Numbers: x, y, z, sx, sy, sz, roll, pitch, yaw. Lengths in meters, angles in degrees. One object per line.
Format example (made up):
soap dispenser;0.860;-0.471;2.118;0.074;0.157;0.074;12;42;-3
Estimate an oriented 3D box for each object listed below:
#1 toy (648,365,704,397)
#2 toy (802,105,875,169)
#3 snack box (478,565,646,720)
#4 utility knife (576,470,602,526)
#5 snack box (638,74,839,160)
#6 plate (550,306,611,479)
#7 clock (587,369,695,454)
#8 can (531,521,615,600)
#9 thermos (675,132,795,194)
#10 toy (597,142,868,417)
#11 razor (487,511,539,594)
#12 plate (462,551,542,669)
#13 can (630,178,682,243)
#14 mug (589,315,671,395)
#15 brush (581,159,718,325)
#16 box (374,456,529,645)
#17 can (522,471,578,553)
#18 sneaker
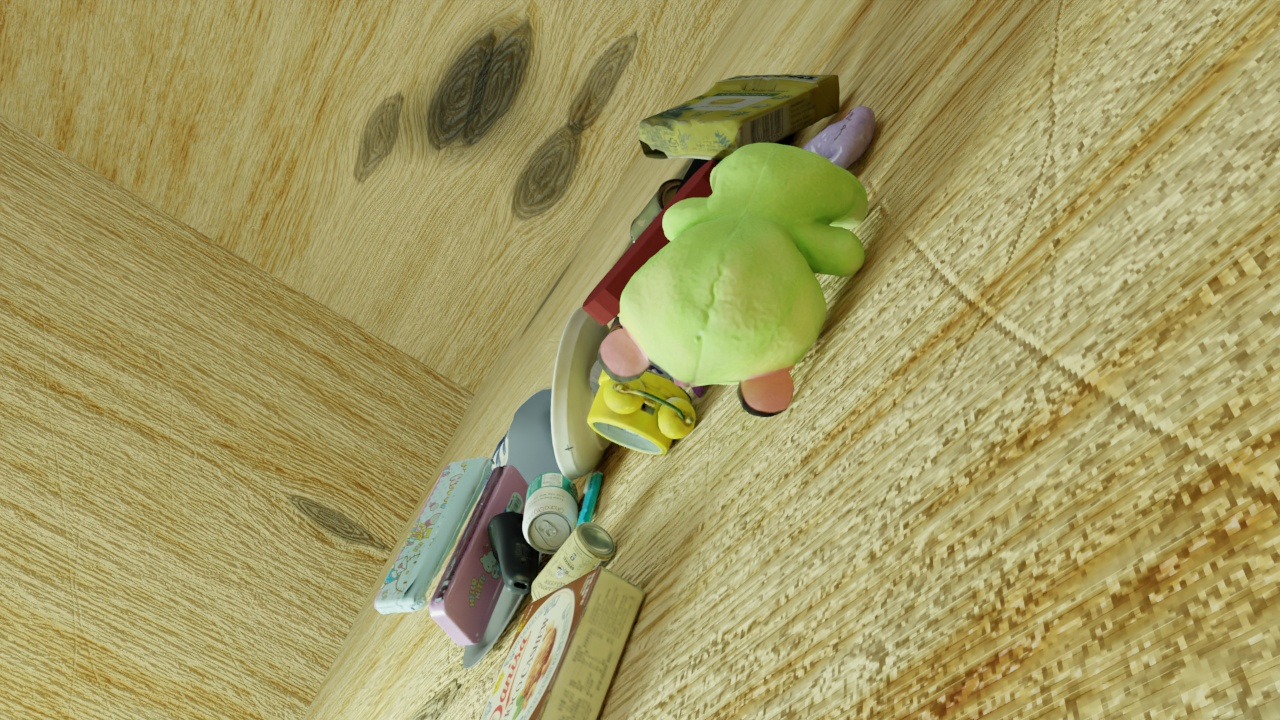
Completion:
toy;0.028;-0.010;0.781;0.056;0.088;0.106;-66;12;-6
toy;0.158;-0.171;0.778;0.100;0.036;0.080;-39;21;56
snack box;-0.067;0.232;0.652;0.147;0.041;0.142;-43;19;53
utility knife;-0.055;0.155;0.878;0.022;0.015;0.166;-54;10;24
snack box;0.094;-0.237;0.877;0.121;0.045;0.180;14;35;38
plate;-0.050;0.035;0.961;0.182;0.034;0.182;4;-91;-77
clock;0.001;0.039;0.776;0.057;0.083;0.119;-67;10;-18
can;-0.058;0.176;0.775;0.080;0.038;0.038;-53;12;25
thermos;0.096;-0.198;0.994;0.198;0.086;0.086;-62;12;-20
toy;0.070;-0.066;0.621;0.107;0.150;0.196;82;-150;-57
razor;-0.129;0.202;0.945;0.151;0.054;0.067;-124;52;-70
plate;-0.143;0.255;1.004;0.179;0.012;0.178;-55;11;16
can;0.043;-0.167;1.129;0.075;0.090;0.089;-46;16;48
mug;-0.005;0.005;0.922;0.107;0.080;0.116;-71;6;-53
brush;0.021;-0.098;0.809;0.173;0.042;0.082;-49;10;1
box;-0.203;0.212;1.028;0.091;0.090;0.213;-14;35;27
can;-0.091;0.155;0.937;0.055;0.055;0.101;-56;11;9
sneaker;-0.135;0.106;1.201;0.118;0.091;0.234;-75;12;-64
